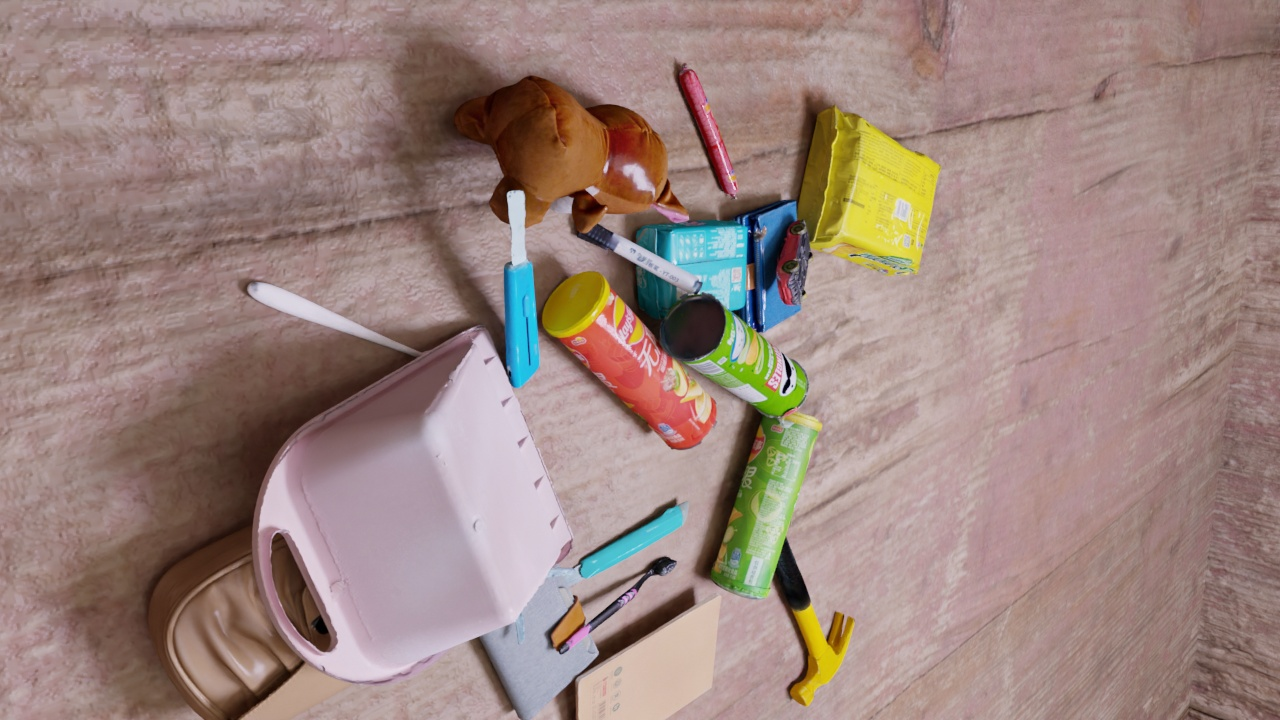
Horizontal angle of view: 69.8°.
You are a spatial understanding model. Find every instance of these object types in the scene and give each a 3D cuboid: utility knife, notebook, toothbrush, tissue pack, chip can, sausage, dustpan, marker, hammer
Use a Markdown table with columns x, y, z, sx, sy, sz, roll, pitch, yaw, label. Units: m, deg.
| x | y | z | sx | sy | sz | roll | pitch | yaw | label |
| --- | --- | --- | --- | --- | --- | --- | --- | --- | --- |
| -0.100 | -0.056 | 0.757 | 0.034 | 0.018 | 0.219 | -39 | 152 | -31 | utility knife |
| -0.014 | 0.194 | 0.968 | 0.175 | 0.013 | 0.029 | -23 | 113 | -33 | utility knife |
| 0.010 | 0.358 | 1.017 | 0.207 | 0.008 | 0.148 | -20 | 125 | -37 | notebook |
| -0.020 | 0.252 | 0.951 | 0.188 | 0.018 | 0.014 | -29 | 115 | -48 | toothbrush |
| 0.056 | -0.094 | 0.934 | 0.133 | 0.050 | 0.093 | -10 | 106 | -40 | tissue pack |
| 0.145 | 0.165 | 1.065 | 0.072 | 0.073 | 0.221 | 21 | 86 | -43 | chip can |
| -0.005 | 0.005 | 0.891 | 0.216 | 0.073 | 0.073 | 46 | 69 | -40 | chip can |
| 0.072 | -0.231 | 0.937 | 0.020 | 0.020 | 0.156 | -45 | 127 | -25 | sausage |
| -0.171 | 0.112 | 0.715 | 0.139 | 0.273 | 0.222 | -19 | 98 | 8 | dustpan |
| -0.001 | -0.096 | 0.864 | 0.130 | 0.018 | 0.023 | 28 | 114 | -12 | marker |
| -0.222 | -0.024 | 0.721 | 0.180 | 0.016 | 0.016 | 26 | 80 | -43 | toothbrush |
| 0.103 | 0.000 | 0.949 | 0.236 | 0.072 | 0.072 | 29 | 80 | -57 | chip can |
| 0.207 | 0.312 | 1.185 | 0.128 | 0.033 | 0.301 | -43 | 126 | -27 | hammer |

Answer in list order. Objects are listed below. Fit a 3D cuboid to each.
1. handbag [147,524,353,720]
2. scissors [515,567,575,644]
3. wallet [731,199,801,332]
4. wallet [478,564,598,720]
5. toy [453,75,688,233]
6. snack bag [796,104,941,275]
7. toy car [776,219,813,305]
| x | y | z | sx | sy | sz | roll | pitch | yaw | label |
| --- | --- | --- | --- | --- | --- | --- | --- | --- | --- |
| -0.248 | 0.188 | 0.692 | 0.204 | 0.100 | 0.148 | -24 | 110 | -37 | handbag |
| -0.122 | 0.196 | 0.849 | 0.133 | 0.017 | 0.133 | -4 | 85 | -28 | scissors |
| 0.142 | -0.105 | 1.020 | 0.106 | 0.040 | 0.133 | -27 | 117 | -45 | wallet |
| -0.096 | 0.273 | 0.896 | 0.106 | 0.037 | 0.130 | -35 | 122 | -30 | wallet |
| -0.051 | -0.166 | 0.775 | 0.199 | 0.131 | 0.140 | -11 | 73 | -46 | toy |
| 0.284 | -0.194 | 1.107 | 0.246 | 0.068 | 0.158 | 9 | 94 | -44 | snack bag |
| 0.166 | -0.108 | 0.993 | 0.049 | 0.031 | 0.106 | 66 | 33 | -43 | toy car |
